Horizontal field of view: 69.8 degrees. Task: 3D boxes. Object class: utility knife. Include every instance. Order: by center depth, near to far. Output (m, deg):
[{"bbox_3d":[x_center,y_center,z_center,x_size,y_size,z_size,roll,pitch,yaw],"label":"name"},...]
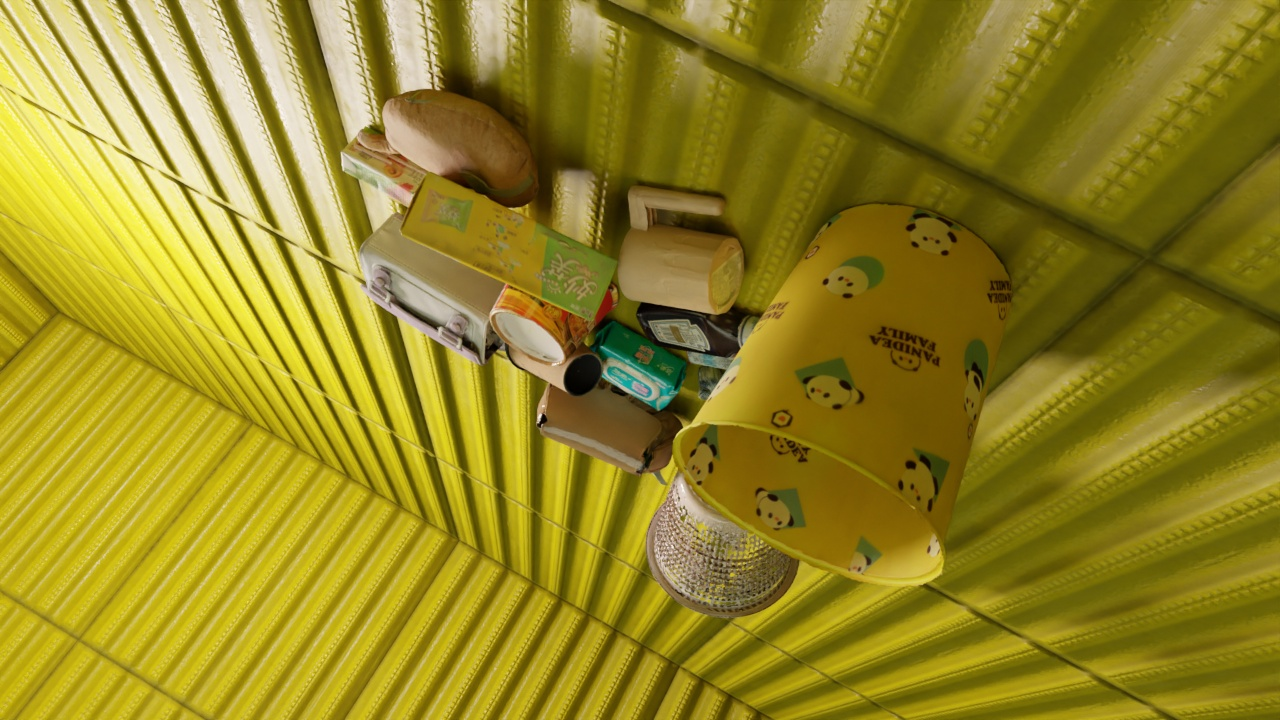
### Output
[{"bbox_3d":[0.002,0.134,1.360,0.034,0.018,0.187,30,-168,-32],"label":"utility knife"}]

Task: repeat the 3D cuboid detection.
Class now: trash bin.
[{"bbox_3d":[0.184,0.021,0.780,0.230,0.254,0.230,25,154,13],"label":"trash bin"},{"bbox_3d":[0.122,0.214,1.285,0.227,0.226,0.192,22,141,18],"label":"trash bin"}]

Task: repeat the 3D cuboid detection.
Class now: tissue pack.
[{"bbox_3d":[-0.007,0.007,1.208,0.133,0.050,0.093,30,156,3],"label":"tissue pack"}]

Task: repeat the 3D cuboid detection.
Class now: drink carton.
[{"bbox_3d":[-0.291,-0.226,1.092,0.122,0.053,0.046,30,151,3],"label":"drink carton"}]

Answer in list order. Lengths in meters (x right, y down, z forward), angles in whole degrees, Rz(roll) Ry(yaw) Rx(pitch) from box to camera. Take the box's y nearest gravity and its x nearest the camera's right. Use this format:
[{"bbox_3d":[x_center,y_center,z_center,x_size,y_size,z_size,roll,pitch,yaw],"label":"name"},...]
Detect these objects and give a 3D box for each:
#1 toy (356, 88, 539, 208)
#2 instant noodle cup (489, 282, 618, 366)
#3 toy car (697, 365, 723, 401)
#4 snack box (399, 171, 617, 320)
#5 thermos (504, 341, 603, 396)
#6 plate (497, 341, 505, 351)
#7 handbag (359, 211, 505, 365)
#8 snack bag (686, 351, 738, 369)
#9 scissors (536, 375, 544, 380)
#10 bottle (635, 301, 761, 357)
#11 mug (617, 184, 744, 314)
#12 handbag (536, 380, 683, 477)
[{"bbox_3d":[-0.209,-0.231,0.960,0.226,0.082,0.143,24,158,19],"label":"toy"},{"bbox_3d":[-0.113,-0.066,1.122,0.138,0.108,0.138,26,155,13],"label":"instant noodle cup"},{"bbox_3d":[0.098,0.044,1.173,0.034,0.042,0.090,-18,130,15],"label":"toy car"},{"bbox_3d":[-0.141,-0.119,0.962,0.210,0.070,0.158,24,-178,-14],"label":"snack box"},{"bbox_3d":[-0.114,-0.009,1.211,0.143,0.093,0.093,35,164,45],"label":"thermos"},{"bbox_3d":[-0.219,-0.082,1.293,0.179,0.024,0.180,22,143,17],"label":"plate"},{"bbox_3d":[-0.274,-0.087,1.233,0.197,0.098,0.145,31,151,6],"label":"handbag"},{"bbox_3d":[0.090,-0.007,1.102,0.105,0.026,0.045,10,139,36],"label":"snack bag"},{"bbox_3d":[-0.177,-0.042,1.344,0.189,0.015,0.227,8,143,37],"label":"scissors"},{"bbox_3d":[0.089,-0.036,1.033,0.195,0.044,0.080,10,148,36],"label":"bottle"},{"bbox_3d":[0.040,-0.111,0.922,0.104,0.084,0.125,14,123,30],"label":"mug"},{"bbox_3d":[-0.044,0.082,1.289,0.204,0.147,0.100,22,111,6],"label":"handbag"}]
